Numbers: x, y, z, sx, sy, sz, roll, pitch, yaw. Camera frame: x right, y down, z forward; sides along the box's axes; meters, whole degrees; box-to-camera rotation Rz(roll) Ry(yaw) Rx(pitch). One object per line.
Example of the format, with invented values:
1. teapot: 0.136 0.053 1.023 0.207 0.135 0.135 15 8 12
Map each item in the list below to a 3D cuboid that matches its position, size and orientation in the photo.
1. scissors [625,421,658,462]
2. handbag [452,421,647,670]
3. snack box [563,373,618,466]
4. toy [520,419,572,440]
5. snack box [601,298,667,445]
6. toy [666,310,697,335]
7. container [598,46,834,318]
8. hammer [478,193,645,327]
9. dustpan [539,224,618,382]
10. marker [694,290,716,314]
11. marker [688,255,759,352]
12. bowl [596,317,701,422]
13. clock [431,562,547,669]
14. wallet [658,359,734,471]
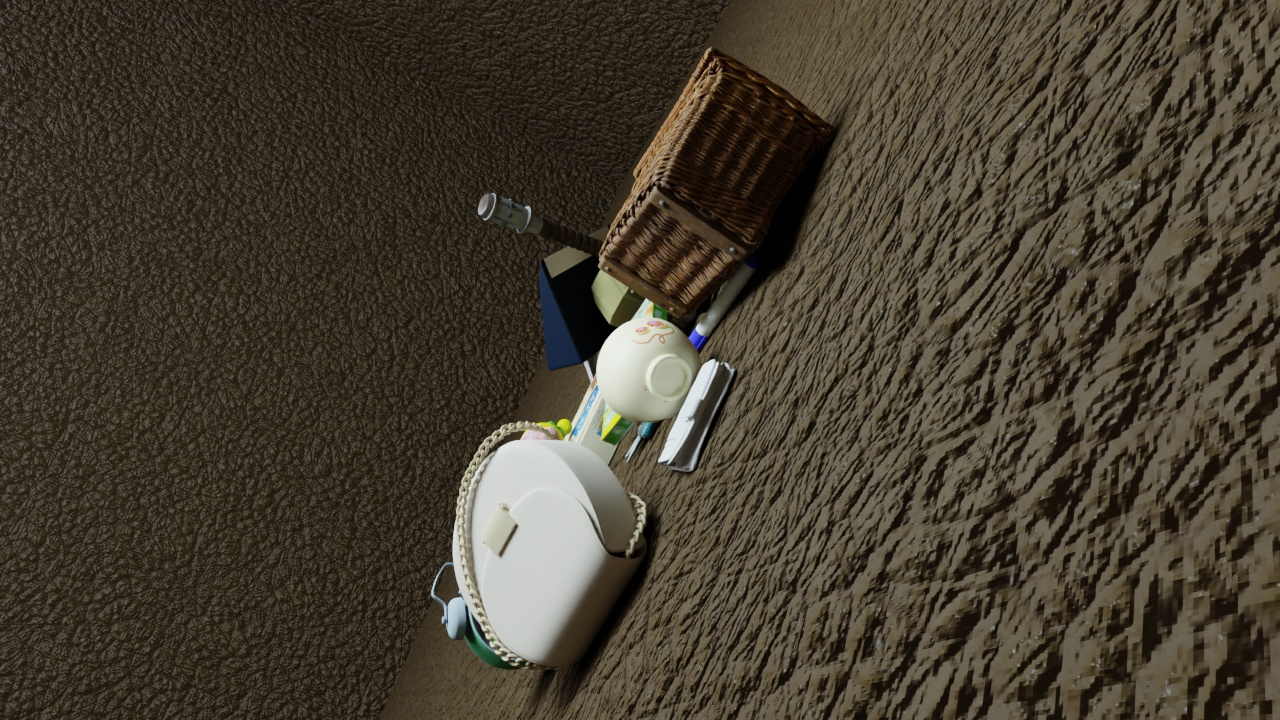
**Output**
1. scissors: 0.020 0.058 1.124 0.122 0.019 0.149 -27 42 68
2. handbag: -0.099 0.192 0.961 0.208 0.103 0.211 42 112 34
3. snack box: -0.058 0.085 1.360 0.207 0.055 0.153 -65 10 -7
4. toy: -0.136 0.134 1.307 0.124 0.096 0.131 -67 28 27
5. snack box: -0.007 0.007 1.186 0.132 0.027 0.167 -53 23 41
6. toy: 0.057 -0.068 1.205 0.054 0.041 0.102 -37 -26 -57
7. container: 0.066 -0.179 1.029 0.182 0.162 0.251 -61 7 -29
8. hammer: -0.088 -0.175 1.360 0.190 0.324 0.100 -60 34 19
9. dustpan: -0.085 -0.060 1.525 0.080 0.273 0.235 -15 14 31
10. marker: 0.091 -0.110 1.173 0.025 0.025 0.125 -50 17 55
11. marker: 0.093 -0.063 1.059 0.142 0.020 0.020 -56 12 37
12. bowl: 0.020 0.015 0.987 0.118 0.118 0.074 -64 20 -3
13. clock: -0.159 0.281 1.055 0.076 0.161 0.121 -52 15 54
14. wallet: 0.051 0.056 0.927 0.116 0.032 0.086 -66 7 -14
